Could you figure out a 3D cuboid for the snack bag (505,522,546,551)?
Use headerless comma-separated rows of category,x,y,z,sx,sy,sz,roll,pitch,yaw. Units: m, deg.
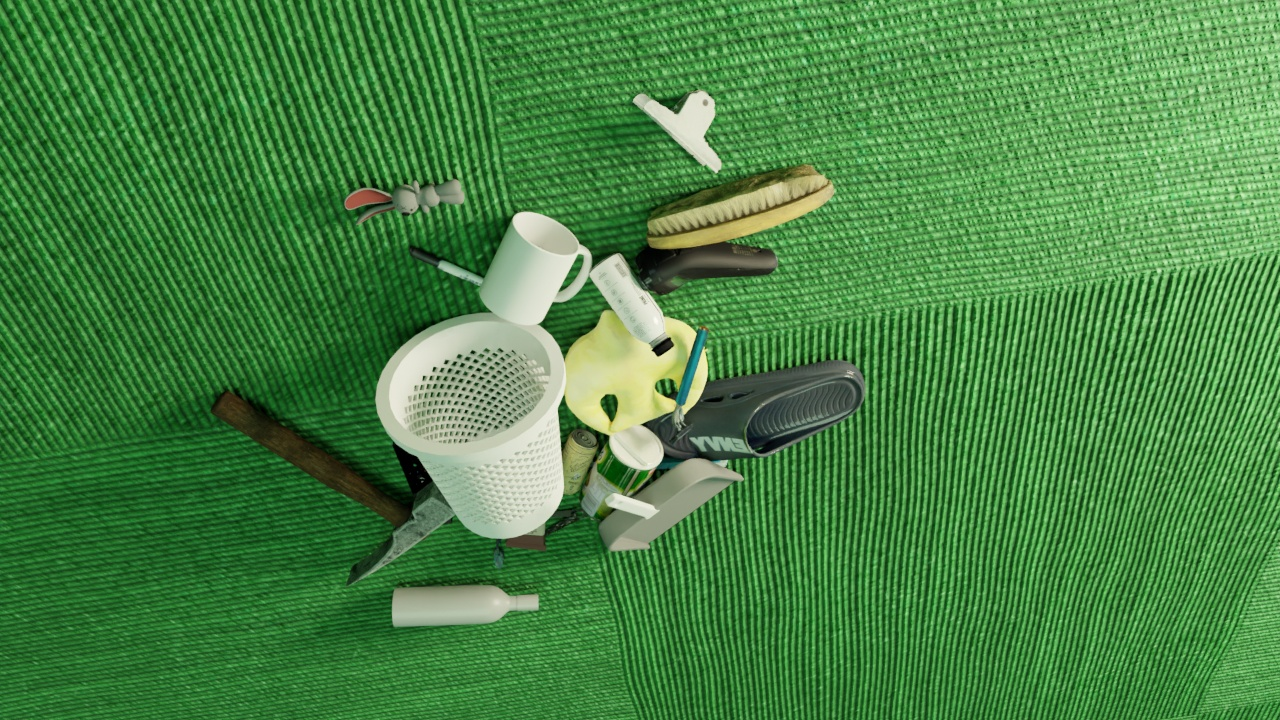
snack bag,-0.147,0.190,1.185,0.057,0.013,0.158,6,127,-1

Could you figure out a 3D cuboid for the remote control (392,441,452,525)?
remote control,-0.271,0.153,1.147,0.034,0.013,0.150,-9,127,1

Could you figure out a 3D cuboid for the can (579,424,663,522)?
can,-0.024,0.137,1.105,0.067,0.067,0.121,14,133,-16

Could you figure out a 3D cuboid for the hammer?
hammer,-0.401,0.152,1.114,0.218,0.037,0.300,-37,119,26

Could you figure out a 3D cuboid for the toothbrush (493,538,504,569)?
toothbrush,-0.185,0.206,1.194,0.016,0.017,0.189,1,127,-6

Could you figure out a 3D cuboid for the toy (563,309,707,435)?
toy,-0.006,0.006,1.030,0.170,0.064,0.155,-15,118,-4

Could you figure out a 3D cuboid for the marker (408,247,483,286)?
marker,-0.176,-0.087,0.978,0.152,0.011,0.011,23,121,-22

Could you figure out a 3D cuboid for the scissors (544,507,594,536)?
scissors,-0.062,0.193,1.201,0.157,0.012,0.166,19,122,-11

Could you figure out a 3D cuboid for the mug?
mug,-0.100,-0.093,0.951,0.110,0.073,0.091,2,132,-40

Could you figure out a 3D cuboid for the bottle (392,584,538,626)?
bottle,-0.239,0.337,1.265,0.195,0.052,0.053,0,127,-6

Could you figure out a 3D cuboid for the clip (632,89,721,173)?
clip,0.045,-0.227,0.883,0.102,0.057,0.052,36,140,-29

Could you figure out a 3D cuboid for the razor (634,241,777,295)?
razor,0.070,-0.099,0.975,0.151,0.053,0.067,-2,135,-13

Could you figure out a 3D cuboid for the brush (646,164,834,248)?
brush,0.099,-0.155,0.926,0.195,0.059,0.043,-15,118,3

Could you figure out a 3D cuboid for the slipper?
slipper,0.142,0.078,1.092,0.268,0.083,0.111,-15,129,5

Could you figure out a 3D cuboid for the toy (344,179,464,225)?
toy,-0.231,-0.159,0.905,0.111,0.030,0.049,-9,156,-2

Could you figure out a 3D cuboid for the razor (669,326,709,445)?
razor,0.053,0.026,1.020,0.022,0.042,0.144,24,120,23

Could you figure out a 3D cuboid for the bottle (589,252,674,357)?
bottle,-0.006,-0.056,0.966,0.041,0.041,0.116,-36,88,19

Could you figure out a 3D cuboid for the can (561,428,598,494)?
can,-0.081,0.125,1.130,0.038,0.038,0.080,14,124,-16

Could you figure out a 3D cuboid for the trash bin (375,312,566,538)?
trash bin,-0.165,0.087,1.014,0.195,0.195,0.200,-8,137,0

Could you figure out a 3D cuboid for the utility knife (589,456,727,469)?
utility knife,0.023,0.128,1.158,0.179,0.015,0.022,1,126,-8

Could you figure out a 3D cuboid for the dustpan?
dustpan,0.019,0.175,1.097,0.163,0.033,0.257,-38,150,12
